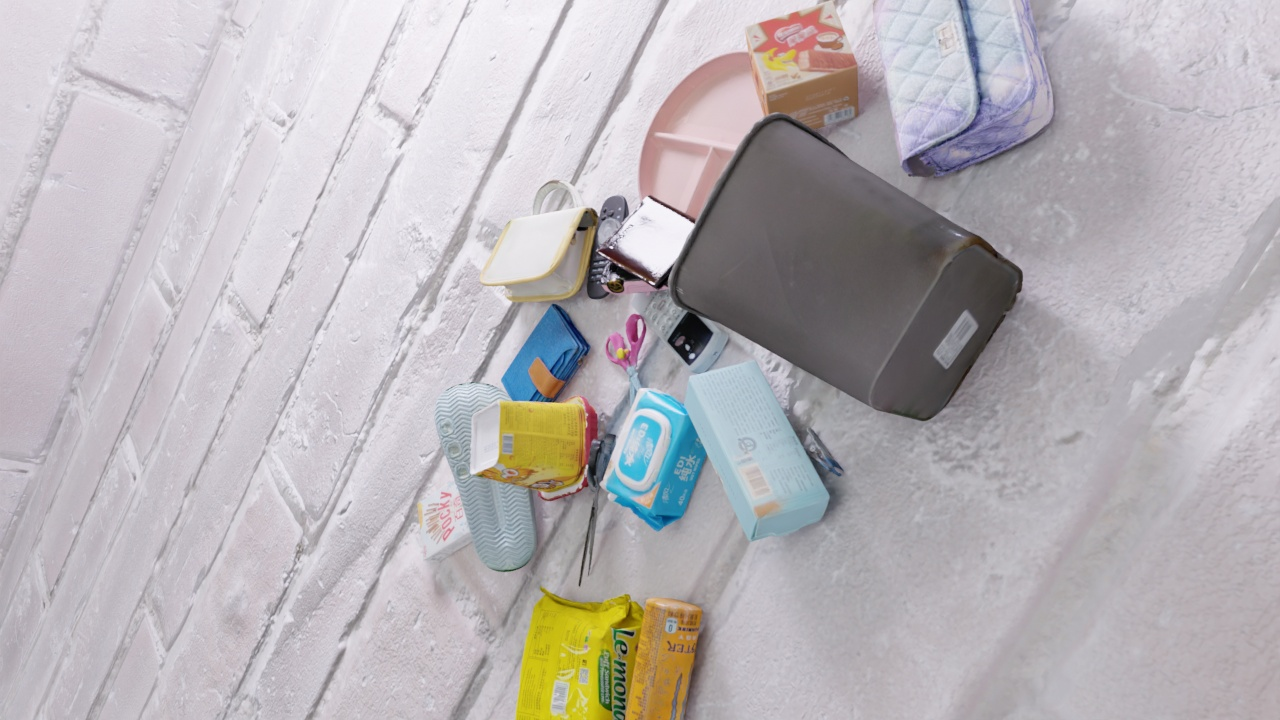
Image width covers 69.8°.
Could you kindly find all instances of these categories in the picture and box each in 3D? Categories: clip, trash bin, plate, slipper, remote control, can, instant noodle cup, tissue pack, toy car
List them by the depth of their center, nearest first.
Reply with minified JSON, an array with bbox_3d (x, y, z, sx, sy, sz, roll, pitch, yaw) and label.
[{"bbox_3d":[0.184,-0.072,0.804,0.220,0.198,0.199,38,106,36],"label":"trash bin"},{"bbox_3d":[0.171,0.088,0.873,0.029,0.024,0.057,-55,41,11],"label":"clip"},{"bbox_3d":[0.022,0.315,0.919,0.058,0.058,0.146,3,79,45],"label":"can"},{"bbox_3d":[0.018,0.102,0.987,0.090,0.063,0.140,25,95,44],"label":"tissue pack"},{"bbox_3d":[0.041,-0.047,1.042,0.058,0.021,0.150,-56,46,16],"label":"remote control"},{"bbox_3d":[0.011,-0.101,1.049,0.123,0.037,0.056,-3,55,30],"label":"toy car"},{"bbox_3d":[0.087,-0.245,1.056,0.230,0.028,0.229,-17,65,41],"label":"plate"},{"bbox_3d":[-0.127,0.099,1.073,0.116,0.123,0.116,-26,60,51],"label":"instant noodle cup"},{"bbox_3d":[-0.038,-0.139,1.146,0.053,0.024,0.136,-1,75,46],"label":"remote control"},{"bbox_3d":[-0.186,0.144,1.155,0.104,0.074,0.245,-15,78,-6],"label":"slipper"}]

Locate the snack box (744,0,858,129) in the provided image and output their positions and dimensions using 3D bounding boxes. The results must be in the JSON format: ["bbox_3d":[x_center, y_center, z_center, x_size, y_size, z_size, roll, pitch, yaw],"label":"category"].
[{"bbox_3d":[0.165,-0.295,0.937,0.093,0.077,0.094,-15,63,7],"label":"snack box"}]

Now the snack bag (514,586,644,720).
[{"bbox_3d":[-0.070,0.372,0.984,0.158,0.068,0.246,-8,70,42],"label":"snack bag"}]

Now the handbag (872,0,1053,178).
[{"bbox_3d":[0.287,-0.278,0.838,0.134,0.075,0.193,-22,62,38],"label":"handbag"}]

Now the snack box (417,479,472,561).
[{"bbox_3d":[-0.241,0.203,1.233,0.157,0.026,0.084,-34,56,31],"label":"snack box"}]

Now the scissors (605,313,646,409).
[{"bbox_3d":[-0.006,0.007,1.068,0.106,0.017,0.136,-55,44,35],"label":"scissors"}]

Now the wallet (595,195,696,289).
[{"bbox_3d":[0.015,-0.134,1.036,0.096,0.020,0.122,-44,43,-9],"label":"wallet"}]

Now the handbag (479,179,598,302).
[{"bbox_3d":[-0.119,-0.164,1.219,0.164,0.063,0.178,0,62,44],"label":"handbag"}]

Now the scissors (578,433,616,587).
[{"bbox_3d":[-0.050,0.159,1.033,0.014,0.160,0.173,8,48,11],"label":"scissors"}]

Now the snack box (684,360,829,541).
[{"bbox_3d":[0.108,0.084,0.888,0.052,0.074,0.174,97,155,-51],"label":"snack box"}]

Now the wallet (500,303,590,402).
[{"bbox_3d":[-0.125,0.006,1.177,0.133,0.040,0.106,-54,43,19],"label":"wallet"}]
